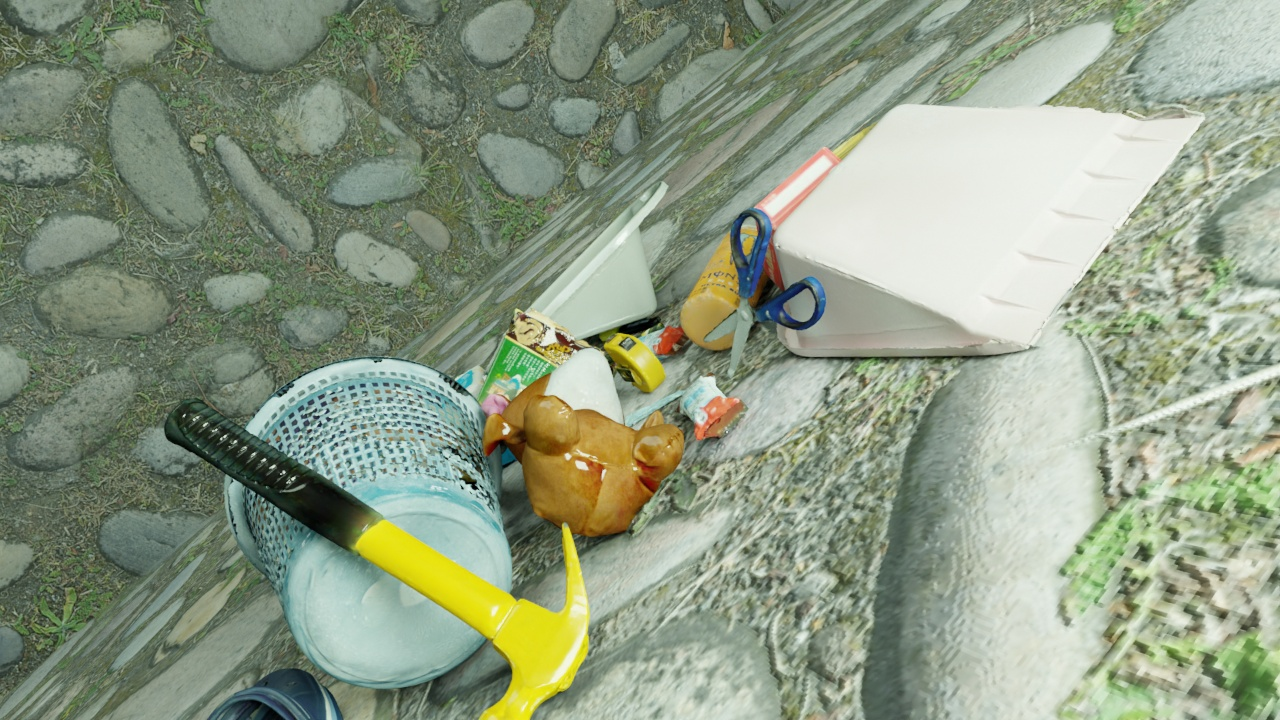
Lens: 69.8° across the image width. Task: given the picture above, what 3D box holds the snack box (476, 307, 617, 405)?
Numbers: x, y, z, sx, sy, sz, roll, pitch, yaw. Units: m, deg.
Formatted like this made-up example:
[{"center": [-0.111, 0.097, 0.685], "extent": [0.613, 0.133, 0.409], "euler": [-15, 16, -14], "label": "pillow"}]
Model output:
[{"center": [-0.101, 0.028, 0.895], "extent": [0.105, 0.118, 0.118], "euler": [-58, -1, -16], "label": "snack box"}]

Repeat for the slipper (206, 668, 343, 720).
[{"center": [-0.258, 0.276, 0.617], "extent": [0.105, 0.095, 0.253], "euler": [-42, 19, -17], "label": "slipper"}]

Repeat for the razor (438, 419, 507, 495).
[{"center": [-0.165, 0.097, 0.891], "extent": [0.062, 0.067, 0.168], "euler": [-6, -20, -15], "label": "razor"}]

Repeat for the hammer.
[{"center": [-0.163, 0.106, 0.556], "extent": [0.128, 0.301, 0.033], "euler": [-55, -13, -30], "label": "hammer"}]

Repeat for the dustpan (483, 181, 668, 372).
[{"center": [-0.073, -0.110, 1.098], "extent": [0.258, 0.143, 0.222], "euler": [-16, 13, 1], "label": "dustpan"}]

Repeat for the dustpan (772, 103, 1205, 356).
[{"center": [0.217, -0.075, 0.651], "extent": [0.222, 0.139, 0.274], "euler": [-44, 44, -18], "label": "dustpan"}]

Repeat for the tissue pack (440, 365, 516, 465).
[{"center": [-0.171, 0.061, 1.020], "extent": [0.063, 0.090, 0.140], "euler": [-41, 15, -1], "label": "tissue pack"}]

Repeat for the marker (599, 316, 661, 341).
[{"center": [-0.014, -0.038, 1.071], "extent": [0.018, 0.015, 0.124], "euler": [-47, 18, -28], "label": "marker"}]

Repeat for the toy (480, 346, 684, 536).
[{"center": [-0.051, 0.053, 0.703], "extent": [0.200, 0.140, 0.130], "euler": [-166, 94, -75], "label": "toy"}]

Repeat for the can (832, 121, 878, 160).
[{"center": [0.190, -0.167, 0.892], "extent": [0.148, 0.049, 0.074], "euler": [-39, 16, 2], "label": "can"}]

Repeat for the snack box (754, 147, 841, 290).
[{"center": [0.135, -0.113, 0.767], "extent": [0.075, 0.025, 0.153], "euler": [-41, -18, -1], "label": "snack box"}]

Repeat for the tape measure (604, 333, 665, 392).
[{"center": [-0.005, 0.005, 0.848], "extent": [0.028, 0.060, 0.057], "euler": [-43, 21, -15], "label": "tape measure"}]

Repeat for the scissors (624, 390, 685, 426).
[{"center": [-0.015, 0.056, 0.814], "extent": [0.134, 0.017, 0.054], "euler": [-29, 25, 22], "label": "scissors"}]

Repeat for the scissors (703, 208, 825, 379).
[{"center": [0.078, -0.045, 0.673], "extent": [0.012, 0.155, 0.166], "euler": [-28, 19, -25], "label": "scissors"}]

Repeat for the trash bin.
[{"center": [-0.193, 0.131, 0.694], "extent": [0.226, 0.226, 0.195], "euler": [-41, 28, -6], "label": "trash bin"}]

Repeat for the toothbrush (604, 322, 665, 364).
[{"center": [-0.046, 0.001, 1.033], "extent": [0.186, 0.017, 0.012], "euler": [-30, -19, 31], "label": "toothbrush"}]

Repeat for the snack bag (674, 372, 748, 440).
[{"center": [0.049, 0.034, 0.699], "extent": [0.045, 0.026, 0.105], "euler": [-48, 14, 3], "label": "snack bag"}]

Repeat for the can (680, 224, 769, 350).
[{"center": [0.084, -0.070, 0.850], "extent": [0.058, 0.058, 0.145], "euler": [-28, 19, 36], "label": "can"}]

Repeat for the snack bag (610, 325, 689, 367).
[{"center": [0.009, -0.011, 0.920], "extent": [0.104, 0.026, 0.048], "euler": [-21, 17, 51], "label": "snack bag"}]
